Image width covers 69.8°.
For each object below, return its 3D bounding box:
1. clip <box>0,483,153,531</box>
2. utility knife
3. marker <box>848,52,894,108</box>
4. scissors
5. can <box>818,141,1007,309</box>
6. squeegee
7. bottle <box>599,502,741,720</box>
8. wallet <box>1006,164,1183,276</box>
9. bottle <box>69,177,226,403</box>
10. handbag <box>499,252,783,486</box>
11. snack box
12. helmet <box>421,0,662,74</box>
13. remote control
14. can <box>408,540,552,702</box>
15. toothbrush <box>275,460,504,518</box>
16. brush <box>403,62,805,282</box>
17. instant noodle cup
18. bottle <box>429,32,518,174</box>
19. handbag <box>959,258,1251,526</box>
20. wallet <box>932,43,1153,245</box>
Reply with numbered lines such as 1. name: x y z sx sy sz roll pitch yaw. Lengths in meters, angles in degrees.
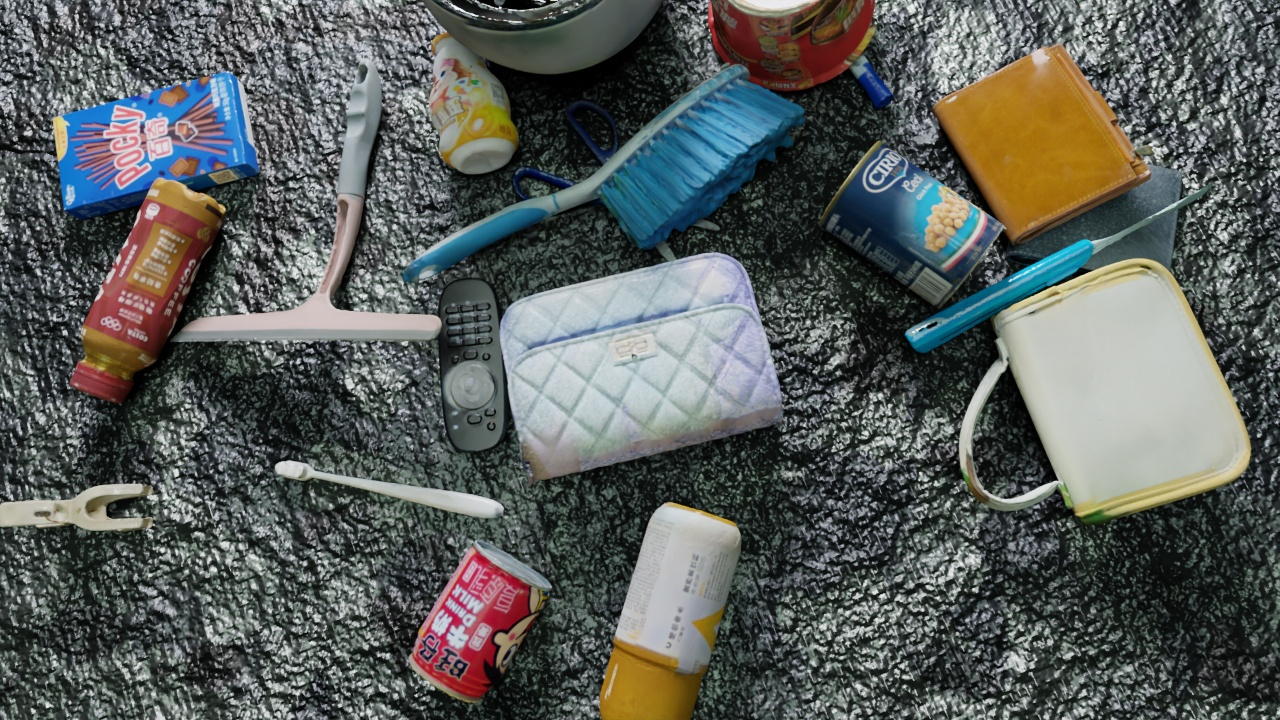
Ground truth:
1. clip: -0.426 0.116 0.701 0.100 0.071 0.034 -6 80 -3
2. utility knife: 0.302 -0.068 0.665 0.238 0.034 0.018 -29 65 7
3. marker: 0.157 -0.265 0.739 0.017 0.017 0.145 -31 79 -2
4. scissors: -0.026 -0.134 0.731 0.164 0.012 0.162 -14 80 0
5. can: 0.199 -0.099 0.674 0.111 0.075 0.075 37 84 10
6. squeegee: -0.237 -0.126 0.732 0.248 0.040 0.249 1 73 23
7. bottle: 0.016 0.196 0.636 0.068 0.068 0.189 16 81 7
8. wallet: 0.345 -0.110 0.695 0.121 0.019 0.097 13 80 5
9. bottle: -0.389 -0.054 0.720 0.057 0.057 0.174 20 82 8
10. handbag: -0.004 0.004 0.671 0.194 0.075 0.134 -15 79 2
11. snack box: -0.402 -0.177 0.760 0.157 0.026 0.084 -14 79 2
12. helmet: -0.065 -0.331 0.699 0.230 0.157 0.273 2 69 6
13. remote control: -0.128 0.004 0.706 0.053 0.024 0.136 -5 80 2
14. can: -0.114 0.184 0.649 0.066 0.066 0.093 30 83 9
15. toothbrush: -0.191 0.098 0.697 0.180 0.016 0.016 10 82 6
16. brush: -0.028 -0.122 0.700 0.314 0.060 0.109 -38 77 -2
17. instant noodle cup: 0.108 -0.287 0.688 0.138 0.108 0.138 -1 85 15
18. bottle: -0.137 -0.205 0.727 0.063 0.063 0.108 -17 78 1
19. handbag: 0.305 0.031 0.650 0.179 0.063 0.163 -20 80 5
20. wallet: 0.302 -0.167 0.683 0.119 0.035 0.130 -25 68 10
